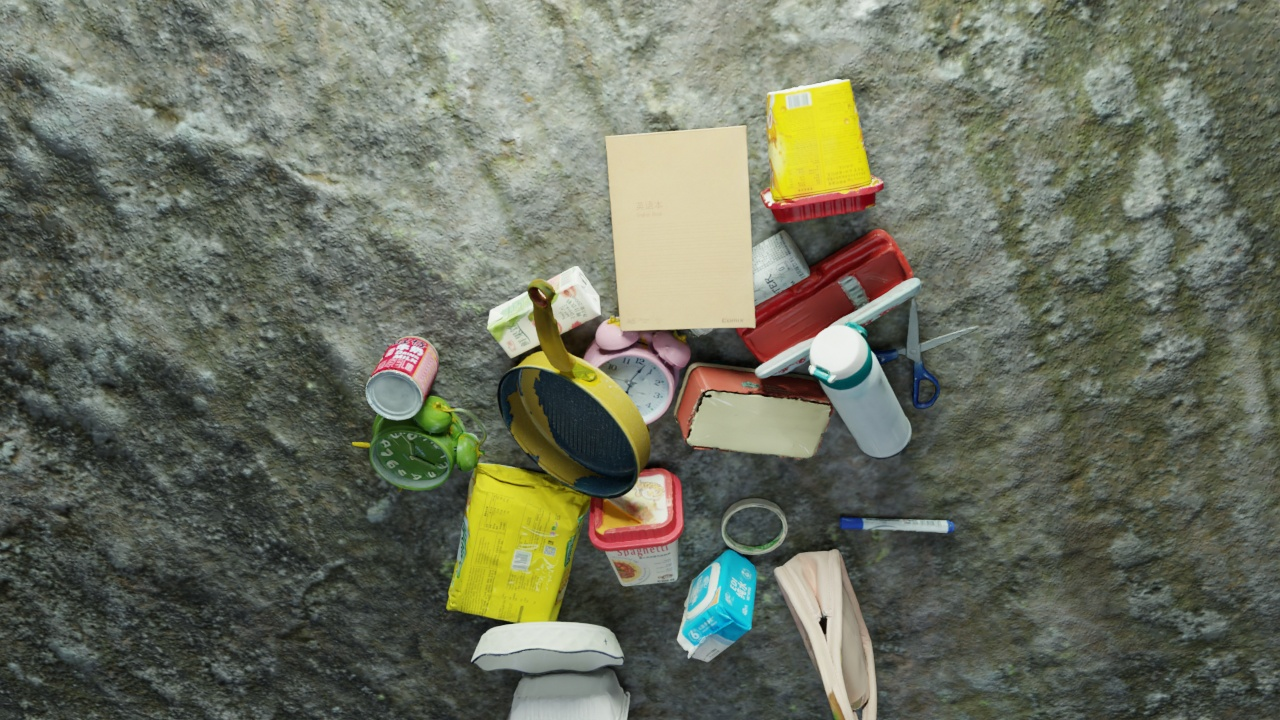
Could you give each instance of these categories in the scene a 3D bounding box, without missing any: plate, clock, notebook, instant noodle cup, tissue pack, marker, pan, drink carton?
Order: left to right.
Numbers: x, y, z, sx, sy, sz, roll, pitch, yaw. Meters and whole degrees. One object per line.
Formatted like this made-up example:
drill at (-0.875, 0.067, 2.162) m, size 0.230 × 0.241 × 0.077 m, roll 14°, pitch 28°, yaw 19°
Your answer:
clock at (-0.262, 0.100, 1.123) m, size 0.161 × 0.056 × 0.116 m, roll -23°, pitch 123°, yaw 21°
drink carton at (-0.110, -0.055, 1.047) m, size 0.123 × 0.045 × 0.053 m, roll -25°, pitch 125°, yaw 16°
plate at (-0.124, 0.391, 1.243) m, size 0.205 × 0.045 × 0.205 m, roll -1°, pitch 153°, yaw -1°
pan at (-0.083, 0.031, 0.998) m, size 0.198 × 0.078 × 0.358 m, roll 25°, pitch 140°, yaw 20°
instant noodle cup at (-0.106, 0.484, 1.304) m, size 0.173 × 0.138 × 0.060 m, roll -5°, pitch 97°, yaw 5°
clock at (-0.006, 0.006, 1.068) m, size 0.117 × 0.059 × 0.159 m, roll 16°, pitch 117°, yaw -7°
instant noodle cup at (0.001, 0.216, 1.160) m, size 0.116 × 0.116 × 0.124 m, roll -8°, pitch 130°, yaw 6°
notebook at (0.043, -0.136, 0.977) m, size 0.149 × 0.012 × 0.211 m, roll -1°, pitch 104°, yaw 12°
tissue pack at (0.100, 0.316, 1.191) m, size 0.063 × 0.139 × 0.090 m, roll 38°, pitch 119°, yaw -8°
instant noodle cup at (0.174, -0.211, 0.918) m, size 0.116 × 0.116 × 0.124 m, roll -9°, pitch 106°, yaw 7°
marker at (0.333, 0.214, 1.191) m, size 0.146 × 0.016 × 0.017 m, roll 2°, pitch 119°, yaw 2°

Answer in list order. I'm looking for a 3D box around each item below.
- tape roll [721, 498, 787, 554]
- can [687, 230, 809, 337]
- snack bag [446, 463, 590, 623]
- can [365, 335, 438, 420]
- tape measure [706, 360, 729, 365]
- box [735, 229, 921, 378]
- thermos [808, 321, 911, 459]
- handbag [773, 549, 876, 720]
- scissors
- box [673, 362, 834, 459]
tape roll at (0.149, 0.218, 1.204) m, size 0.086 × 0.013 × 0.086 m, roll 1°, pitch 119°, yaw 2°
can at (0.111, -0.083, 1.014) m, size 0.147 × 0.058 × 0.058 m, roll -30°, pitch 113°, yaw 17°
snack bag at (-0.162, 0.250, 1.206) m, size 0.158 × 0.068 × 0.247 m, roll 13°, pitch 118°, yaw -5°
can at (-0.274, 0.018, 1.068) m, size 0.066 × 0.093 × 0.067 m, roll 1°, pitch 119°, yaw 2°
tape measure at (0.089, 0.026, 1.094) m, size 0.058 × 0.025 × 0.055 m, roll 24°, pitch 115°, yaw -22°
box at (0.208, -0.048, 1.008) m, size 0.202 × 0.098 × 0.095 m, roll -32°, pitch 114°, yaw 18°
thermos at (0.245, 0.034, 1.014) m, size 0.073 × 0.073 × 0.224 m, roll -24°, pitch 143°, yaw 15°
handbag at (0.247, 0.377, 1.160) m, size 0.093 × 0.233 × 0.193 m, roll -19°, pitch 116°, yaw 10°
scissors at (0.305, -0.004, 1.057) m, size 0.162 × 0.012 × 0.174 m, roll -4°, pitch 133°, yaw 16°
box at (0.132, 0.065, 1.065) m, size 0.168 × 0.077 × 0.091 m, roll 7°, pitch 119°, yaw -16°
